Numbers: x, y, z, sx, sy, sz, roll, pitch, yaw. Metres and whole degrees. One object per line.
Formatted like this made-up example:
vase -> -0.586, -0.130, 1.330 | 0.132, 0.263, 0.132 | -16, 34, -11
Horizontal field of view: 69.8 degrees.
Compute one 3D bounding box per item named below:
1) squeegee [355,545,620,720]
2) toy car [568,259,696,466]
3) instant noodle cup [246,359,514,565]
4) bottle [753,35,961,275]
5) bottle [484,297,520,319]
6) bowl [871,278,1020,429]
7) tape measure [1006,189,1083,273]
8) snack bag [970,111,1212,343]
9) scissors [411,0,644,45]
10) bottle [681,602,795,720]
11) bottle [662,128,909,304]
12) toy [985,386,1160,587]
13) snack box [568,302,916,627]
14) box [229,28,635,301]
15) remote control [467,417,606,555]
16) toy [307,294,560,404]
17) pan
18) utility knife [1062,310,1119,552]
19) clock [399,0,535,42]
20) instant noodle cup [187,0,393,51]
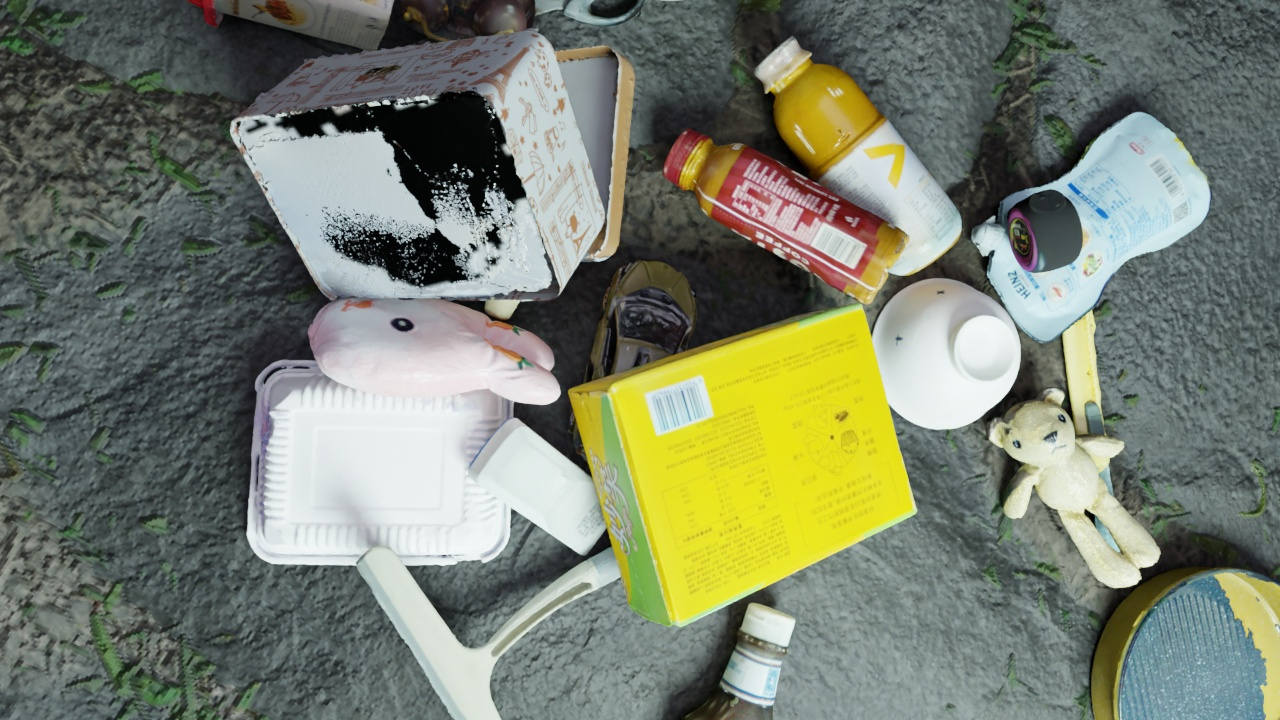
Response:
squeegee -> -0.036, 0.154, 0.634 | 0.246, 0.039, 0.247 | -32, 118, -20
toy car -> -0.004, 0.004, 0.650 | 0.070, 0.042, 0.158 | 14, 83, -11
instant noodle cup -> -0.171, 0.070, 0.606 | 0.173, 0.060, 0.138 | 3, 88, -10
bottle -> 0.156, -0.150, 0.671 | 0.068, 0.068, 0.189 | -41, 96, -10
bottle -> -0.073, -0.099, 0.632 | 0.066, 0.067, 0.149 | 21, 91, -10
bowl -> 0.240, -0.006, 0.685 | 0.118, 0.065, 0.118 | 0, 88, -10
tape measure -> 0.298, -0.095, 0.673 | 0.039, 0.057, 0.058 | -13, 84, 1
snack bag -> 0.354, -0.107, 0.725 | 0.191, 0.039, 0.110 | -35, 97, -7
scissors -> -0.078, -0.252, 0.660 | 0.159, 0.014, 0.179 | 9, 89, -8
bottle -> 0.064, 0.272, 0.653 | 0.080, 0.044, 0.194 | 20, 84, -10
bottle -> 0.099, -0.106, 0.647 | 0.175, 0.057, 0.057 | 31, 82, 9
toy -> 0.332, 0.099, 0.698 | 0.105, 0.066, 0.157 | -35, 87, 7
snack box -> 0.073, 0.063, 0.618 | 0.209, 0.070, 0.157 | -18, 94, -28
box -> -0.102, -0.130, 0.565 | 0.182, 0.152, 0.173 | 2, 43, 23
remote control -> -0.060, 0.087, 0.614 | 0.049, 0.024, 0.125 | -52, 135, -7
toy -> -0.130, -0.008, 0.591 | 0.159, 0.121, 0.054 | 10, 111, -16
pan -> 0.475, 0.338, 0.712 | 0.197, 0.078, 0.357 | -13, 91, -11
utility knife -> 0.360, 0.047, 0.735 | 0.031, 0.022, 0.216 | -8, 94, -5
clock -> -0.110, -0.240, 0.597 | 0.082, 0.055, 0.121 | 10, 56, -5
instant noodle cup -> -0.216, -0.264, 0.587 | 0.124, 0.117, 0.116 | 15, 85, -22
